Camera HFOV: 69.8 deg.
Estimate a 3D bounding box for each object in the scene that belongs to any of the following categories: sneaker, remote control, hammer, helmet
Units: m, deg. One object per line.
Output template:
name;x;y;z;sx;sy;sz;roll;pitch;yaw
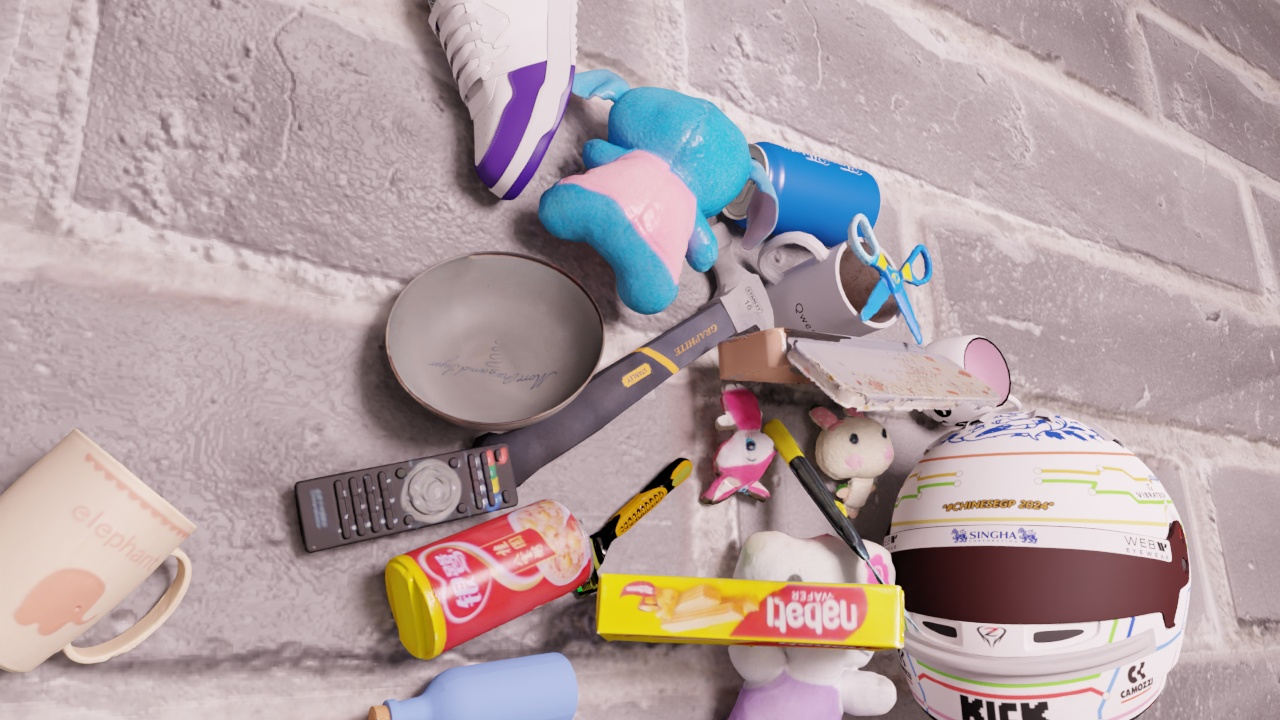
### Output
sneaker;-0.114;-0.248;0.703;0.111;0.092;0.243;14;70;-25
remote control;-0.150;0.088;0.601;0.140;0.021;0.045;-9;88;-26
hammer;-0.004;0.004;0.733;0.311;0.035;0.139;-32;96;-36
helmet;0.325;0.160;0.770;0.313;0.232;0.236;3;81;-56

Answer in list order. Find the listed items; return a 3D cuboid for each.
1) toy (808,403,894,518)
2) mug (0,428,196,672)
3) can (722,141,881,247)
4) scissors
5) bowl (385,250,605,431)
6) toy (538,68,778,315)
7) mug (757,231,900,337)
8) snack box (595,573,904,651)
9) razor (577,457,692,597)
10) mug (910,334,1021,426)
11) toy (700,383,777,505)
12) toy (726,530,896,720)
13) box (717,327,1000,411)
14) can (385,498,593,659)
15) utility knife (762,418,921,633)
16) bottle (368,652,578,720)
toy;0.194;0.084;0.836;0.087;0.050;0.112;-2;71;-34
mug;-0.294;0.110;0.481;0.104;0.085;0.111;-50;134;-25
can;0.151;-0.153;0.858;0.146;0.079;0.079;7;72;-33
scissors;0.217;-0.075;0.796;0.130;0.014;0.125;47;54;-8
bowl;-0.101;-0.004;0.642;0.150;0.057;0.150;5;53;-7
toy;0.002;-0.147;0.735;0.224;0.099;0.190;37;60;-5
mug;0.159;-0.068;0.826;0.119;0.097;0.082;43;56;-16
snack box;0.072;0.176;0.636;0.201;0.092;0.042;2;70;2
razor;-0.005;0.118;0.703;0.143;0.021;0.044;-38;123;-37
mug;0.328;0.028;0.923;0.124;0.076;0.090;28;61;-24
toy;0.086;0.071;0.751;0.065;0.050;0.102;-5;97;-41
toy;0.126;0.234;0.708;0.138;0.086;0.209;16;71;5
box;0.184;0.010;0.762;0.216;0.157;0.071;4;107;-40
can;-0.099;0.141;0.604;0.124;0.067;0.066;-17;85;-37
utility knife;0.154;0.122;0.720;0.029;0.020;0.233;45;10;-39
bottle;-0.107;0.219;0.585;0.131;0.048;0.048;3;74;-34
